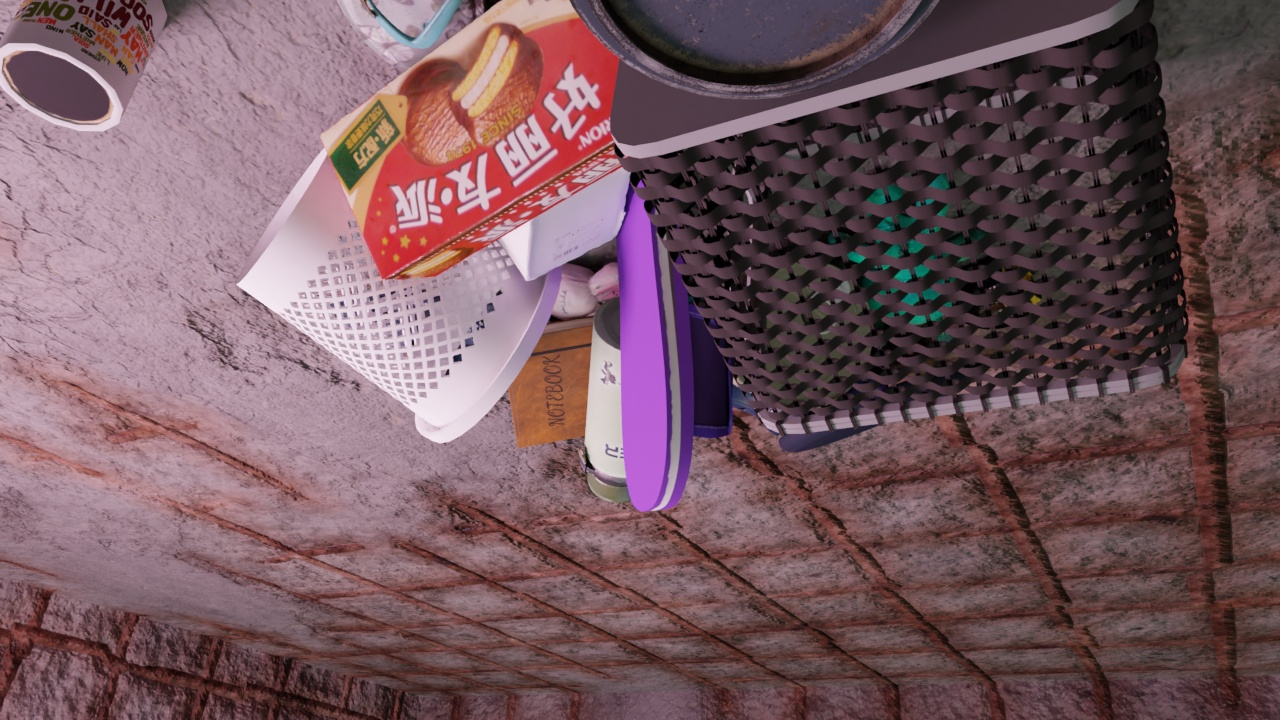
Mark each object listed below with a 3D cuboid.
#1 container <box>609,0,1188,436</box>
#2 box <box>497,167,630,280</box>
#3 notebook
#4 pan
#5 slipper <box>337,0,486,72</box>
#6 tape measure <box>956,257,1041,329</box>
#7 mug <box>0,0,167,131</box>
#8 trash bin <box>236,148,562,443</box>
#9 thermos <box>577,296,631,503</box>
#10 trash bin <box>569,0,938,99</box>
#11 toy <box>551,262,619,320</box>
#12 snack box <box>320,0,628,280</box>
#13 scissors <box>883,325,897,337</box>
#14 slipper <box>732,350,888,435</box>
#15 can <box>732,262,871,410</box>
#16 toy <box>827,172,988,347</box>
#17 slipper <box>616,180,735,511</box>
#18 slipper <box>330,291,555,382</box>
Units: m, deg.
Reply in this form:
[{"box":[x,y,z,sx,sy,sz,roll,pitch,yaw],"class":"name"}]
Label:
[{"box":[0.143,-0.134,0.509,0.246,0.246,0.243,-10,144,24],"class":"container"},{"box":[-0.097,-0.146,0.707,0.128,0.137,0.109,-29,158,-22],"class":"box"},{"box":[-0.007,0.006,0.908,0.249,0.014,0.179,-10,138,-9],"class":"notebook"},{"box":[0.298,0.017,0.861,0.357,0.021,0.198,-24,168,10],"class":"pan"},{"box":[-0.140,-0.255,0.529,0.098,0.054,0.269,10,149,-5],"class":"slipper"},{"box":[0.315,-0.058,0.817,0.072,0.042,0.072,23,143,-34],"class":"tape measure"},{"box":[-0.374,-0.204,0.613,0.073,0.089,0.105,23,146,-28],"class":"mug"},{"box":[-0.204,-0.065,0.758,0.199,0.195,0.196,34,140,-26],"class":"trash bin"},{"box":[-0.017,0.048,0.878,0.082,0.082,0.232,6,136,-2],"class":"thermos"},{"box":[0.046,-0.232,0.360,0.164,0.227,0.164,4,151,2],"class":"trash bin"},{"box":[-0.054,-0.065,0.855,0.110,0.047,0.063,-12,158,18],"class":"toy"},{"box":[-0.094,-0.150,0.600,0.237,0.113,0.060,-24,178,28],"class":"snack box"},{"box":[0.202,-0.048,0.872,0.125,0.019,0.156,-16,147,40],"class":"scissors"},{"box":[0.150,0.022,0.896,0.252,0.095,0.105,7,141,-30],"class":"slipper"},{"box":[0.128,-0.025,0.799,0.127,0.128,0.073,15,-176,-17],"class":"can"},{"box":[0.224,-0.079,0.771,0.131,0.072,0.193,1,142,18],"class":"toy"},{"box":[0.038,-0.016,0.731,0.084,0.266,0.107,-2,177,-19],"class":"slipper"},{"box":[-0.217,-0.015,0.933,0.264,0.082,0.101,-4,148,13],"class":"slipper"}]
